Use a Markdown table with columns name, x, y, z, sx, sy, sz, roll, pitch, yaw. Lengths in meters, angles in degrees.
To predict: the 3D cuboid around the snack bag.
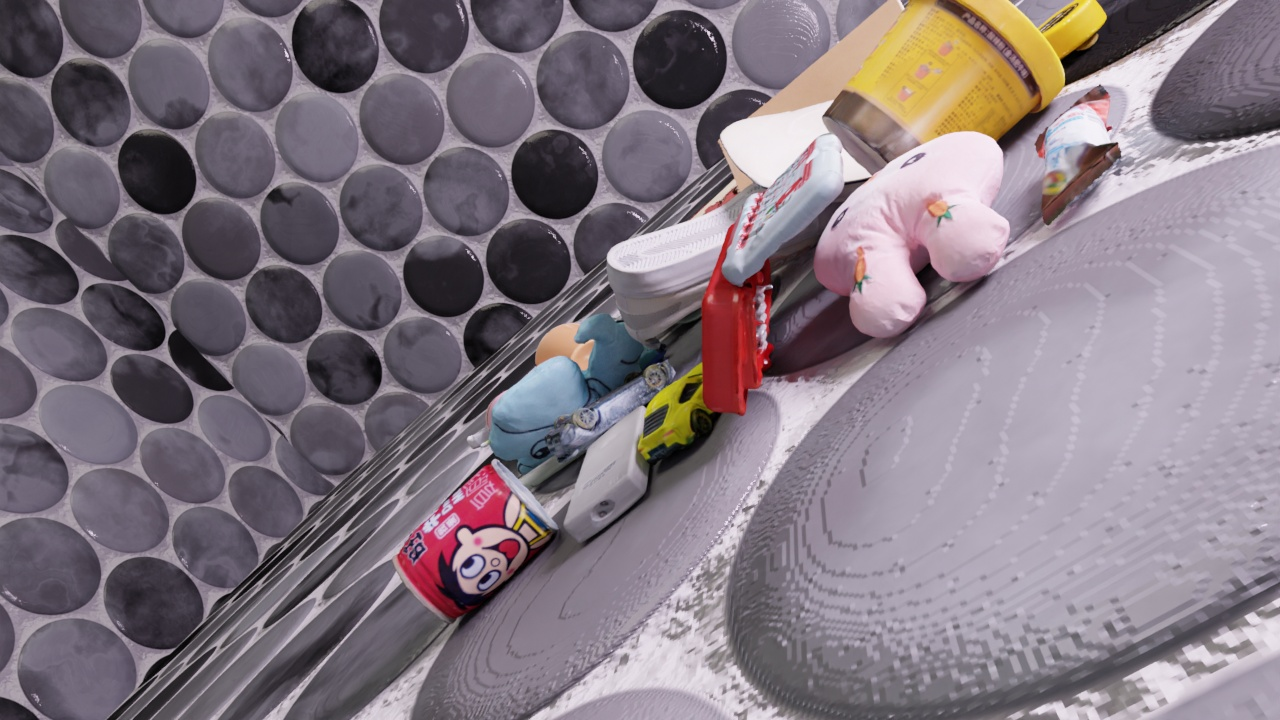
| name | x | y | z | sx | sy | sz | roll | pitch | yaw |
| --- | --- | --- | --- | --- | --- | --- | --- | --- | --- |
| snack bag | 0.214 | -0.103 | 0.451 | 0.048 | 0.026 | 0.103 | -49 | 2 | 39 |

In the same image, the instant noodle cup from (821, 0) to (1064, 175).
| name | x | y | z | sx | sy | sz | roll | pitch | yaw |
| --- | --- | --- | --- | --- | --- | --- | --- | --- | --- |
| instant noodle cup | 0.193 | -0.174 | 0.609 | 0.114 | 0.118 | 0.118 | -48 | 8 | 9 |

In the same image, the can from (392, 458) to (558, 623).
| name | x | y | z | sx | sy | sz | roll | pitch | yaw |
| --- | --- | --- | --- | --- | --- | --- | --- | --- | --- |
| can | -0.110 | 0.121 | 0.611 | 0.093 | 0.066 | 0.066 | -42 | 9 | -6 |

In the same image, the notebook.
| name | x | y | z | sx | sy | sz | roll | pitch | yaw |
| --- | --- | --- | --- | --- | --- | --- | --- | --- | --- |
| notebook | 0.172 | -0.207 | 0.833 | 0.212 | 0.149 | 0.012 | -36 | -33 | 32 |

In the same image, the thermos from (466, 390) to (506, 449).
| name | x | y | z | sx | sy | sz | roll | pitch | yaw |
| --- | --- | --- | --- | --- | --- | --- | --- | --- | --- |
| thermos | -0.123 | 0.063 | 0.911 | 0.087 | 0.067 | 0.199 | -29 | 7 | -18 |

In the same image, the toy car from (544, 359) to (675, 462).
| name | x | y | z | sx | sy | sz | roll | pitch | yaw |
| --- | --- | --- | --- | --- | --- | --- | --- | --- | --- |
| toy car | -0.022 | 0.039 | 0.729 | 0.120 | 0.037 | 0.054 | -35 | 4 | -23 |

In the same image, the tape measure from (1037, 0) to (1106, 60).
| name | x | y | z | sx | sy | sz | roll | pitch | yaw |
| --- | --- | --- | --- | --- | --- | --- | --- | --- | --- |
| tape measure | 0.307 | -0.234 | 0.663 | 0.060 | 0.029 | 0.057 | -40 | 8 | 6 |

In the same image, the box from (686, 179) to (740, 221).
| name | x | y | z | sx | sy | sz | roll | pitch | yaw |
| --- | --- | --- | --- | --- | --- | --- | --- | --- | --- |
| box | 0.125 | -0.193 | 1.060 | 0.168 | 0.077 | 0.091 | -44 | 9 | -10 |

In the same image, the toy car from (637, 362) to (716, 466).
| name | x | y | z | sx | sy | sz | roll | pitch | yaw |
| --- | --- | --- | --- | --- | --- | --- | --- | --- | --- |
| toy car | 0.029 | 0.026 | 0.590 | 0.048 | 0.032 | 0.105 | -35 | 10 | 37 |

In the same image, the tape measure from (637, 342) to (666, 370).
| name | x | y | z | sx | sy | sz | roll | pitch | yaw |
| --- | --- | --- | --- | --- | --- | --- | --- | --- | --- |
| tape measure | -0.005 | 0.005 | 0.845 | 0.058 | 0.025 | 0.055 | -44 | 11 | -17 |

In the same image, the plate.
| name | x | y | z | sx | sy | sz | roll | pitch | yaw |
| --- | --- | --- | --- | --- | --- | --- | --- | --- | --- |
| plate | 0.156 | -0.167 | 0.740 | 0.163 | 0.034 | 0.164 | -14 | 35 | -3 |

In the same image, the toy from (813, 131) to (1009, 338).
| name | x | y | z | sx | sy | sz | roll | pitch | yaw |
| --- | --- | --- | --- | --- | --- | --- | --- | --- | --- |
| toy | 0.149 | -0.072 | 0.503 | 0.121 | 0.054 | 0.159 | -40 | 17 | 22 |

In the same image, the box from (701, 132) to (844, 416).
| name | x | y | z | sx | sy | sz | roll | pitch | yaw |
| --- | --- | --- | --- | --- | --- | --- | --- | --- | --- |
| box | 0.076 | -0.065 | 0.565 | 0.200 | 0.065 | 0.160 | -63 | -6 | -67 |

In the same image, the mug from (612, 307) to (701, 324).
| name | x | y | z | sx | sy | sz | roll | pitch | yaw |
| --- | --- | --- | --- | --- | --- | --- | --- | --- | --- |
| mug | 0.014 | -0.067 | 0.915 | 0.124 | 0.083 | 0.103 | -41 | 7 | -1 |

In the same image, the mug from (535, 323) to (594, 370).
| name | x | y | z | sx | sy | sz | roll | pitch | yaw |
| --- | --- | --- | --- | --- | --- | --- | --- | --- | --- |
| mug | -0.057 | 0.004 | 0.926 | 0.078 | 0.078 | 0.123 | -43 | 14 | -9 |

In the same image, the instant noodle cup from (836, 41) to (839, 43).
| name | x | y | z | sx | sy | sz | roll | pitch | yaw |
| --- | --- | --- | --- | --- | --- | --- | --- | --- | --- |
| instant noodle cup | 0.193 | -0.228 | 0.901 | 0.121 | 0.111 | 0.111 | -48 | 7 | 21 |

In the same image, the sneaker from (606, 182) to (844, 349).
| name | x | y | z | sx | sy | sz | roll | pitch | yaw |
| --- | --- | --- | --- | --- | --- | --- | --- | --- | --- |
| sneaker | 0.088 | -0.084 | 0.754 | 0.241 | 0.091 | 0.089 | -26 | 38 | -18 |

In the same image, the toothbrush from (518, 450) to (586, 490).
| name | x | y | z | sx | sy | sz | roll | pitch | yaw |
| --- | --- | --- | --- | --- | --- | --- | --- | --- | --- |
| toothbrush | -0.110 | 0.116 | 0.786 | 0.190 | 0.020 | 0.029 | -37 | 41 | 22 |

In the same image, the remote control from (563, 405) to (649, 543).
| name | x | y | z | sx | sy | sz | roll | pitch | yaw |
| --- | --- | --- | --- | --- | --- | --- | --- | --- | --- |
| remote control | -0.017 | 0.071 | 0.606 | 0.056 | 0.019 | 0.135 | -40 | 9 | 12 |

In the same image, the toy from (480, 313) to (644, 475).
| name | x | y | z | sx | sy | sz | roll | pitch | yaw |
| --- | --- | --- | --- | --- | --- | --- | --- | --- | --- |
| toy | -0.064 | 0.032 | 0.770 | 0.156 | 0.050 | 0.162 | -14 | -46 | -26 |
